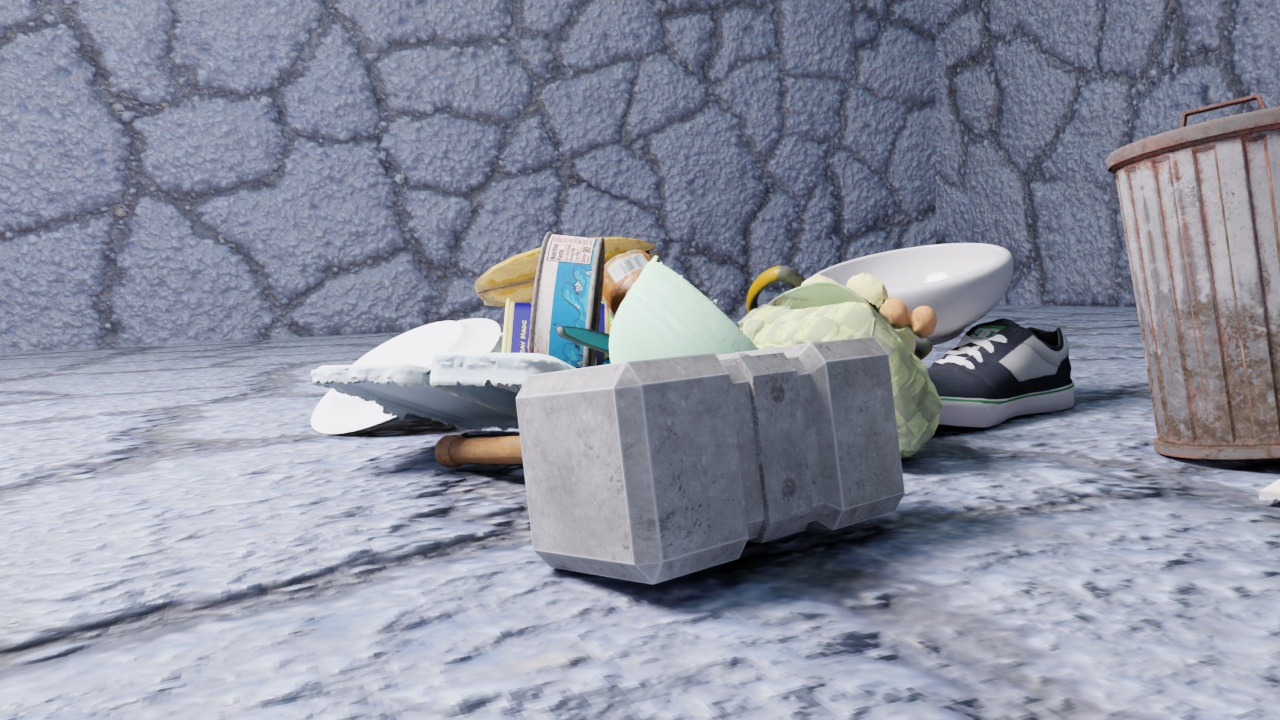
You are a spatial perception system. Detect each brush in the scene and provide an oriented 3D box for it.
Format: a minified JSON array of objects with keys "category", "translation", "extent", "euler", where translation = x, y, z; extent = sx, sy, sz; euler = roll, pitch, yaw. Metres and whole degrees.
[{"category":"brush","translation":[-0.072,-0.087,0.915],"extent":[0.195,0.059,0.043],"euler":[-14,1,-24]}]

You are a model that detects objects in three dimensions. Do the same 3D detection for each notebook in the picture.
[{"category":"notebook","translation":[0.433,0.061,0.467],"extent":[0.208,0.012,0.153],"euler":[-7,8,-42]}]

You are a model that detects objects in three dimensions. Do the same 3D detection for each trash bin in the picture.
[{"category":"trash bin","translation":[0.372,-0.054,0.566],"extent":[0.131,0.211,0.131],"euler":[-8,0,0]}]

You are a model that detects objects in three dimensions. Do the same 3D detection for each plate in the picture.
[{"category":"plate","translation":[-0.218,0.004,0.838],"extent":[0.189,0.016,0.188],"euler":[-20,24,9]}]

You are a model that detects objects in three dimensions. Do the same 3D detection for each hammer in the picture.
[{"category":"hammer","translation":[-0.037,0.049,0.503],"extent":[0.162,0.083,0.318],"euler":[-6,-1,-39]}]

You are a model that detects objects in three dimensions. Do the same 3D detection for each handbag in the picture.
[{"category":"handbag","translation":[0.148,-0.002,0.629],"extent":[0.117,0.113,0.186],"euler":[-42,11,-8]}]

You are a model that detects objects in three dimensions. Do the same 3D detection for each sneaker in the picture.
[{"category":"sneaker","translation":[0.272,0.008,0.748],"extent":[0.234,0.079,0.084],"euler":[-6,8,-36]}]

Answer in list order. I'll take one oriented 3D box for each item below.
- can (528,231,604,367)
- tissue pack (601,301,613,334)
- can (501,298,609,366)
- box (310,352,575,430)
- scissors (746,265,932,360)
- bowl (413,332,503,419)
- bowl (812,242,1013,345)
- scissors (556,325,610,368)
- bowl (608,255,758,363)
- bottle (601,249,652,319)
[{"category":"can","translation":[-0.057,-0.035,0.725],"extent":[0.044,0.130,0.130],"euler":[6,5,0]},{"category":"tissue pack","translation":[0.001,-0.016,0.946],"extent":[0.141,0.120,0.198],"euler":[-11,16,-41]},{"category":"can","translation":[-0.074,0.000,0.815],"extent":[0.092,0.116,0.057],"euler":[0,-36,-3]},{"category":"box","translation":[-0.100,0.028,0.655],"extent":[0.189,0.037,0.208],"euler":[2,-13,25]},{"category":"scissors","translation":[0.120,-0.015,0.772],"extent":[0.226,0.016,0.216],"euler":[-10,-35,33]},{"category":"bowl","translation":[-0.150,0.011,0.903],"extent":[0.150,0.075,0.150],"euler":[-1,5,0]},{"category":"bowl","translation":[0.237,-0.051,0.809],"extent":[0.176,0.066,0.176],"euler":[-12,14,3]},{"category":"scissors","translation":[-0.011,0.008,0.673],"extent":[0.144,0.126,0.019],"euler":[-22,44,-3]},{"category":"bowl","translation":[0.032,0.013,0.597],"extent":[0.077,0.151,0.151],"euler":[-44,10,-4]},{"category":"bottle","translation":[0.023,-0.018,0.782],"extent":[0.059,0.167,0.059],"euler":[-26,-26,-14]}]
